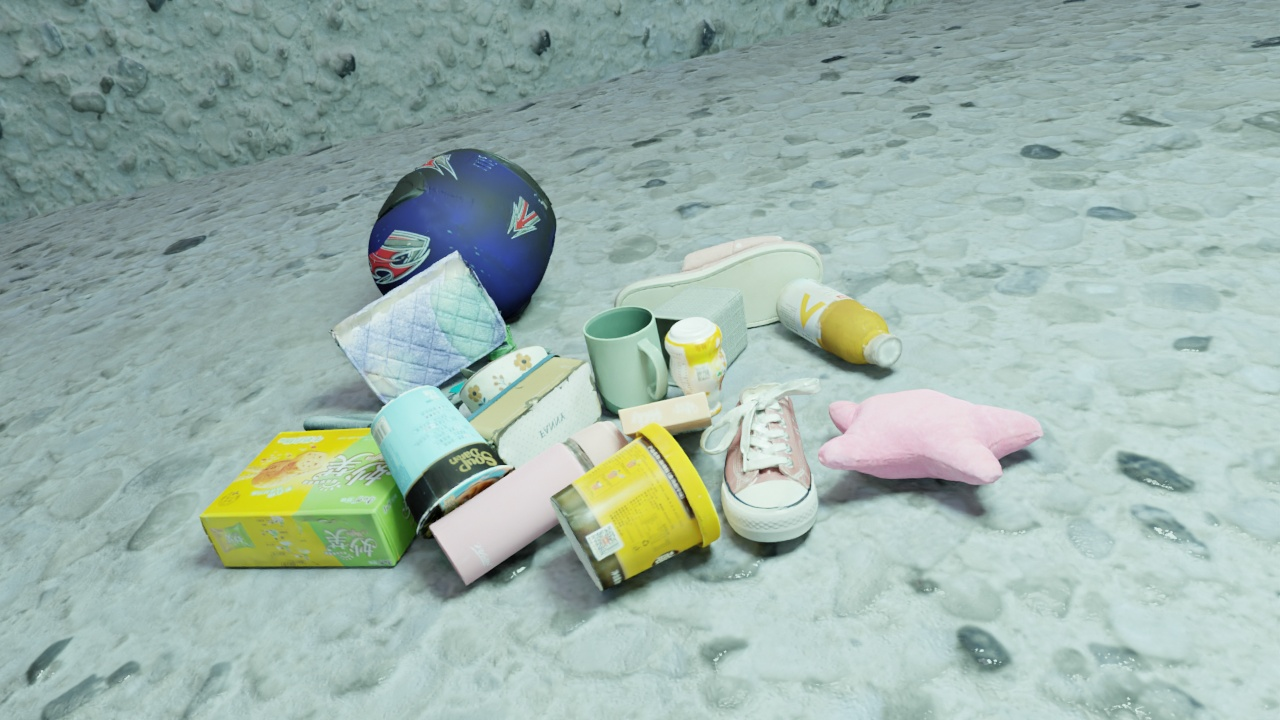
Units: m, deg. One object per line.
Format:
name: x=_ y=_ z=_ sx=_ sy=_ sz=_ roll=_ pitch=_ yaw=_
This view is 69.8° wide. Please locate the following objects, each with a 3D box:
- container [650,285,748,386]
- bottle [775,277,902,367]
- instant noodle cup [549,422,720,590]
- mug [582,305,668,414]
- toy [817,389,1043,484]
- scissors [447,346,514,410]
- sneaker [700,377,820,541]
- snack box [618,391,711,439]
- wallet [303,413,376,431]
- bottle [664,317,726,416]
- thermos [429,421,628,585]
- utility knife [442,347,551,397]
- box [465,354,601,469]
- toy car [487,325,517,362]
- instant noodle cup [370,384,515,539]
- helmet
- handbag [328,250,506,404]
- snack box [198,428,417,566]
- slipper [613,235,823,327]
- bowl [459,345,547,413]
container: x=0.070 y=-0.033 z=1.108 sx=0.090 sy=0.090 sz=0.114 roll=8 pitch=31 yaw=33
bottle: x=0.231 y=-0.042 z=1.072 sx=0.068 sy=0.068 sz=0.189 roll=-22 pitch=29 yaw=-17
instant noodle cup: x=-0.008 y=0.132 z=0.805 sx=0.114 sy=0.118 sz=0.118 roll=-28 pitch=30 yaw=-14
mug: x=-0.006 y=0.006 z=1.042 sx=0.082 sy=0.106 sz=0.112 roll=-28 pitch=30 yaw=-28
toy: x=0.269 y=0.065 z=0.853 sx=0.195 sy=0.075 sz=0.178 roll=2 pitch=21 yaw=20
scissors: x=-0.193 y=0.027 z=1.087 sx=0.159 sy=0.014 sz=0.181 roll=-34 pitch=-12 yaw=10
sneaker: x=0.118 y=0.075 z=0.878 sx=0.118 sy=0.088 sz=0.240 roll=-7 pitch=27 yaw=10
snack box: x=0.028 y=0.059 z=0.924 sx=0.084 sy=0.026 sz=0.157 roll=-12 pitch=-9 yaw=3
wallet: x=-0.323 y=0.076 z=1.097 sx=0.097 sy=0.019 sz=0.120 roll=2 pitch=2 yaw=25
bottle: x=0.064 y=0.009 z=1.004 sx=0.063 sy=0.108 sz=0.063 roll=-10 pitch=29 yaw=5
thermos: x=-0.095 y=0.137 z=0.873 sx=0.198 sy=0.087 sz=0.067 roll=-32 pitch=32 yaw=-20
utility knife: x=-0.210 y=0.025 z=1.190 sx=0.216 sy=0.013 sz=0.029 roll=-27 pitch=24 yaw=-29
box: x=-0.112 y=0.064 z=1.002 sx=0.060 sy=0.090 sz=0.183 roll=6 pitch=31 yaw=34
toy car: x=-0.196 y=-0.028 z=1.270 sx=0.043 sy=0.036 sz=0.091 roll=-19 pitch=24 yaw=-9
instant noodle cup: x=-0.198 y=0.092 z=0.892 sx=0.111 sy=0.111 sz=0.120 roll=-29 pitch=69 yaw=-28
helmet: x=-0.280 y=-0.163 z=1.347 sx=0.316 sy=0.247 sz=0.239 roll=5 pitch=53 yaw=53
handbag: x=-0.282 y=-0.039 z=1.187 sx=0.193 sy=0.134 sz=0.075 roll=-33 pitch=33 yaw=-7
snack box: x=-0.325 y=0.140 z=0.969 sx=0.210 sy=0.070 sz=0.157 roll=-4 pitch=28 yaw=17
slipper: x=0.099 y=-0.092 z=1.183 sx=0.274 sy=0.114 sz=0.054 roll=-15 pitch=28 yaw=9
bowl: x=-0.147 y=0.038 z=1.070 sx=0.113 sy=0.114 sz=0.062 roll=-26 pitch=74 yaw=-24
